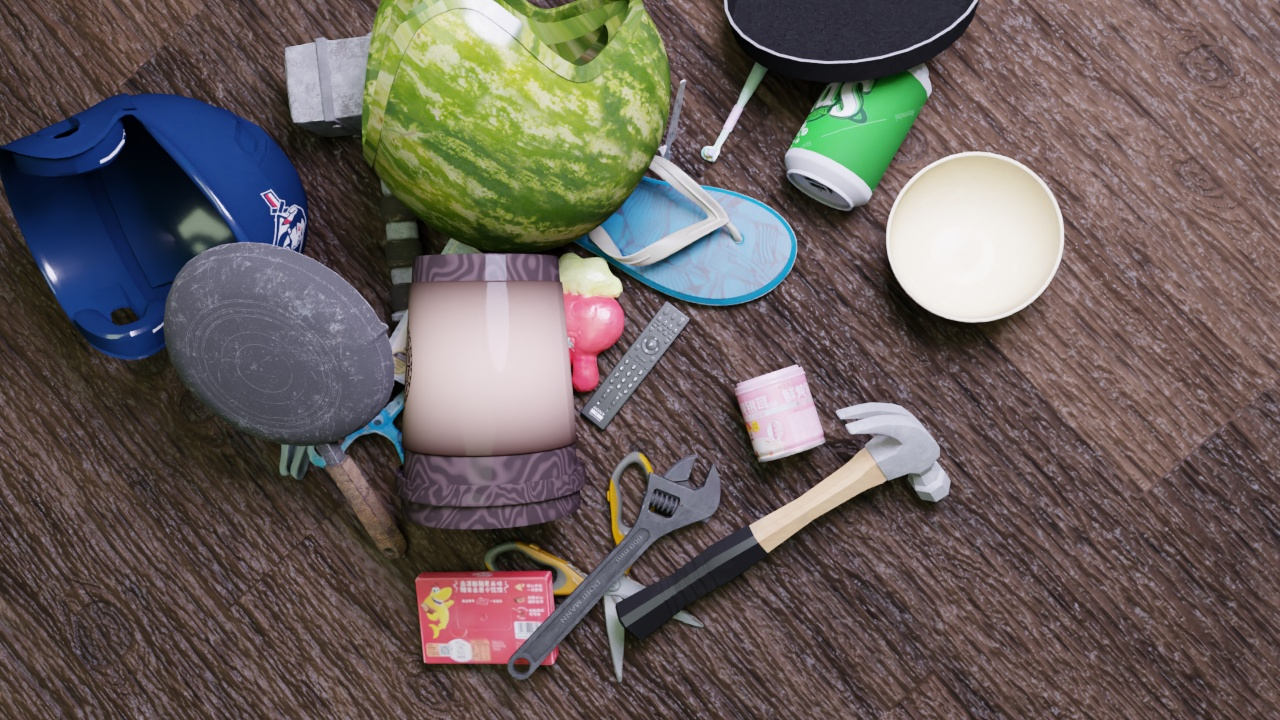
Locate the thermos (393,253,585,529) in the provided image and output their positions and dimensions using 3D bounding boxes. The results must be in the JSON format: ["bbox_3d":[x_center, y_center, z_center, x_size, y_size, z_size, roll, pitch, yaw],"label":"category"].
[{"bbox_3d":[-0.136,0.021,0.824,0.173,0.172,0.226,0,94,7],"label":"thermos"}]

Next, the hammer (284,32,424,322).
[{"bbox_3d":[-0.238,-0.158,0.908,0.177,0.079,0.326,-6,92,6],"label":"hammer"}]

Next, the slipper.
[{"bbox_3d":[0.005,-0.137,0.883,0.295,0.060,0.118,24,94,7],"label":"slipper"}]

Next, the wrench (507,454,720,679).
[{"bbox_3d":[-0.026,0.196,0.868,0.073,0.018,0.273,43,87,-3],"label":"wrench"}]

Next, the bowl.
[{"bbox_3d":[0.296,-0.106,0.838,0.151,0.075,0.150,0,87,6],"label":"bowl"}]

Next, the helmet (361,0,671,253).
[{"bbox_3d":[-0.102,-0.208,0.776,0.247,0.213,0.244,7,120,-22],"label":"helmet"}]

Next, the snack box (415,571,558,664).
[{"bbox_3d":[-0.149,0.250,0.892,0.133,0.021,0.089,-2,98,10],"label":"snack box"}]

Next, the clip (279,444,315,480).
[{"bbox_3d":[-0.340,0.016,0.932,0.164,0.032,0.165,-37,83,4],"label":"clip"}]

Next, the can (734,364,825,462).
[{"bbox_3d":[0.129,0.049,0.855,0.067,0.067,0.076,-18,86,5],"label":"can"}]

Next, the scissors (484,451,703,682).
[{"bbox_3d":[-0.045,0.200,0.895,0.230,0.016,0.225,1,90,6],"label":"scissors"}]

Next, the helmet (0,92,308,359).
[{"bbox_3d":[-0.412,-0.125,0.844,0.272,0.233,0.222,35,48,29],"label":"helmet"}]

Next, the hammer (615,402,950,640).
[{"bbox_3d":[0.121,0.155,0.839,0.328,0.039,0.131,-35,124,8],"label":"hammer"}]

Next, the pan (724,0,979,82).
[{"bbox_3d":[0.133,-0.350,0.856,0.357,0.034,0.224,19,61,25],"label":"pan"}]

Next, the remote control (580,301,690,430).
[{"bbox_3d":[-0.005,0.005,0.901,0.030,0.009,0.140,38,92,7],"label":"remote control"}]

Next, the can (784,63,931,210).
[{"bbox_3d":[0.200,-0.217,0.847,0.088,0.088,0.140,30,91,7],"label":"can"}]

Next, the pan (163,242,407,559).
[{"bbox_3d":[-0.292,0.060,0.824,0.208,0.040,0.357,-10,121,15],"label":"pan"}]

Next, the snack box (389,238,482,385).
[{"bbox_3d":[-0.185,-0.037,0.895,0.082,0.026,0.150,31,90,-28],"label":"snack box"}]

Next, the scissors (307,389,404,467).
[{"bbox_3d":[-0.260,0.072,0.913,0.134,0.011,0.140,-44,98,-5],"label":"scissors"}]

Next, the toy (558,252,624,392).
[{"bbox_3d":[-0.061,-0.037,0.891,0.092,0.045,0.135,4,93,11],"label":"toy"}]

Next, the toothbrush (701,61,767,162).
[{"bbox_3d":[0.104,-0.264,0.897,0.022,0.015,0.155,31,92,41],"label":"toothbrush"}]

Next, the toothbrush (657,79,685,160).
[{"bbox_3d":[0.027,-0.211,0.822,0.010,0.182,0.010,-26,82,-7],"label":"toothbrush"}]
